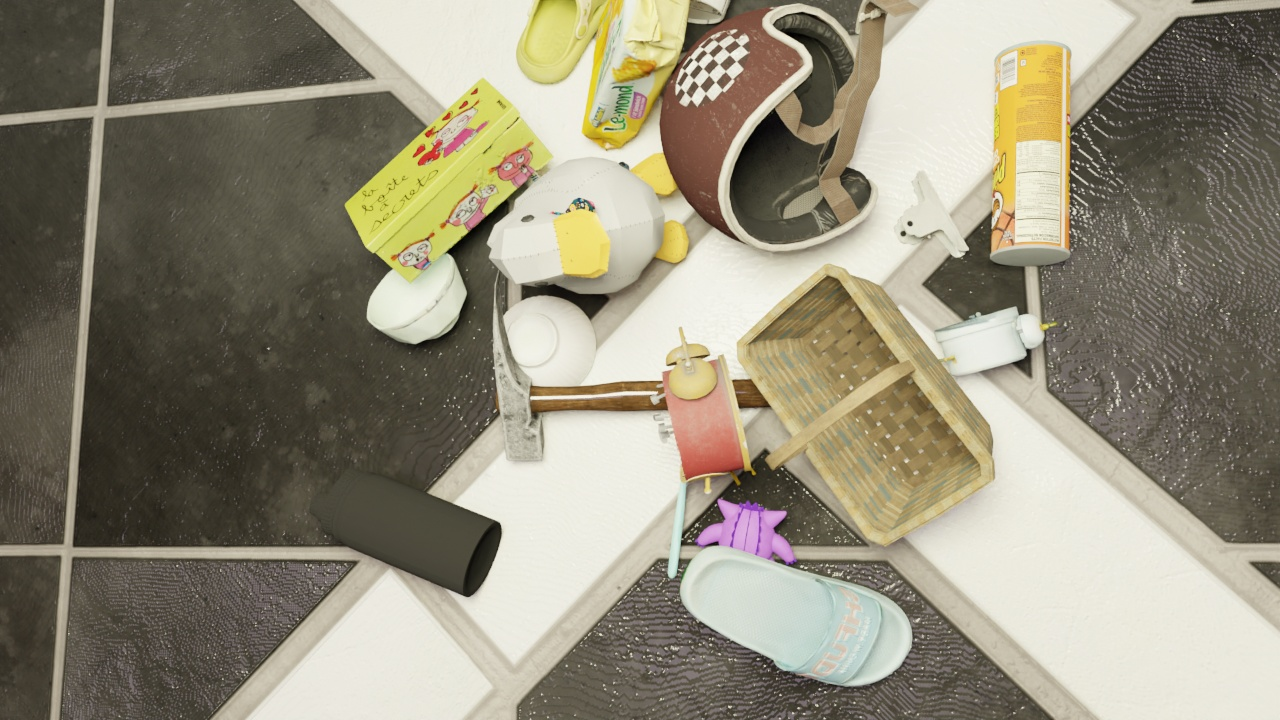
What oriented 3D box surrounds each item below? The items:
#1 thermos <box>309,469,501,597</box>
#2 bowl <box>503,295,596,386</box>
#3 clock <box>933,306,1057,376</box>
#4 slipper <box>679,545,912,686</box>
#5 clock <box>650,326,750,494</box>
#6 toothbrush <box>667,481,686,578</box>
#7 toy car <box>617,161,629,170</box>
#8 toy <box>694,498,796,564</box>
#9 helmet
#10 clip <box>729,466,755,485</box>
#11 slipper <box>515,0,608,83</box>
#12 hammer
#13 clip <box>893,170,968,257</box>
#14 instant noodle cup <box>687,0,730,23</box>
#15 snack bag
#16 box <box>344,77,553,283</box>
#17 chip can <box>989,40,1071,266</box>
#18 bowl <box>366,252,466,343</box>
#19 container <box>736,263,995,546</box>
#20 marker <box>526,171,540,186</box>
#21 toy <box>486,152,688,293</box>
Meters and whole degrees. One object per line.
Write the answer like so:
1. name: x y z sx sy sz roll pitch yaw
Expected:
1. thermos: -0.261 0.181 1.005 0.199 0.086 0.086 19 86 12
2. bowl: -0.113 -0.019 1.018 0.118 0.062 0.118 -1 82 10
3. clock: 0.357 -0.024 0.924 0.118 0.083 0.057 -17 85 11
4. slipper: 0.154 0.256 0.896 0.245 0.074 0.104 23 92 -11
5. clock: 0.051 0.044 0.898 0.081 0.117 0.159 -13 109 3
6. toothbrush: 0.047 0.145 0.976 0.016 0.016 0.180 7 95 -16
7. toy car: -0.050 -0.196 1.046 0.090 0.038 0.027 -30 119 6
8. toy: 0.110 0.190 0.952 0.106 0.056 0.088 9 85 11
9. helmet: 0.138 -0.232 0.902 0.234 0.233 0.253 -37 44 8
10. clip: 0.094 0.107 0.973 0.044 0.049 0.054 -41 76 38
11. slipper: -0.088 -0.417 1.061 0.092 0.081 0.190 29 91 15
12. hammer: -0.006 0.006 0.962 0.300 0.037 0.218 -2 122 0
13. clip: 0.302 -0.148 0.988 0.056 0.046 0.101 -25 78 1
14. instant noodle cup: 0.065 -0.452 1.025 0.124 0.123 0.122 14 94 12
15. snack bag: -0.003 -0.338 0.964 0.068 0.248 0.159 9 77 -12
16. box: -0.218 -0.202 1.028 0.221 0.082 0.124 -39 41 3
17. chip can: 0.402 -0.211 0.945 0.075 0.075 0.215 3 83 10
18. bowl: -0.244 -0.063 1.039 0.118 0.061 0.117 -19 43 19
19. container: 0.205 0.043 0.871 0.158 0.185 0.250 -44 75 35
20. marker: -0.105 -0.183 1.063 0.017 0.017 0.145 -37 77 3
21. toy: -0.064 -0.130 0.928 0.247 0.266 0.141 2 109 42
